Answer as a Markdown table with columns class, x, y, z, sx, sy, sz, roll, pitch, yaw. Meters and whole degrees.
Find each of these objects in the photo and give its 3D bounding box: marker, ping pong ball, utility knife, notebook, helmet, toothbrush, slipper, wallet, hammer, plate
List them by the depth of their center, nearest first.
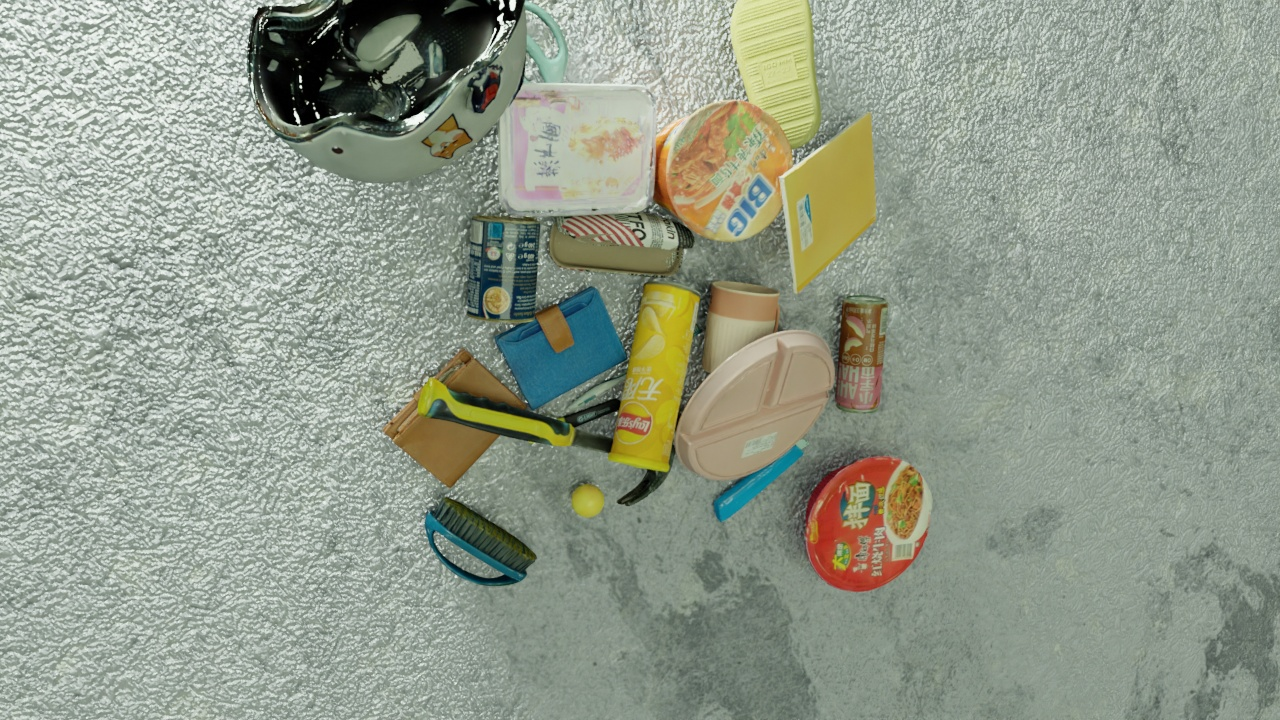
| class | x | y | z | sx | sy | sz | roll | pitch | yaw |
| --- | --- | --- | --- | --- | --- | --- | --- | --- | --- |
| helmet | -0.220 | -0.272 | 0.878 | 0.273 | 0.230 | 0.157 | -38 | 155 | -10 |
| wallet | -0.210 | 0.066 | 1.045 | 0.131 | 0.031 | 0.108 | -47 | 116 | -4 |
| slipper | 0.157 | -0.334 | 1.055 | 0.092 | 0.081 | 0.190 | -10 | 92 | 8 |
| hammer | -0.099 | 0.085 | 1.055 | 0.323 | 0.032 | 0.126 | 17 | 83 | -29 |
| wallet | -0.090 | -0.015 | 1.065 | 0.133 | 0.040 | 0.106 | -29 | 115 | -11 |
| notebook | 0.226 | -0.188 | 1.080 | 0.205 | 0.010 | 0.146 | -41 | 131 | -38 |
| marker | -0.079 | 0.072 | 1.101 | 0.124 | 0.015 | 0.018 | -20 | 112 | -16 |
| toothbrush | -0.007 | 0.006 | 1.111 | 0.191 | 0.016 | 0.018 | -31 | 101 | -11 |
| plate | 0.145 | 0.062 | 1.114 | 0.229 | 0.028 | 0.230 | -22 | 139 | -21 |
| ping pong ball | -0.064 | 0.171 | 1.117 | 0.040 | 0.040 | 0.040 | -5 | 104 | -19 |
| utility knife | 0.160 | 0.153 | 1.205 | 0.159 | 0.018 | 0.034 | -37 | 124 | -9 |

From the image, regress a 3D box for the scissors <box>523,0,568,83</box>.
| class | x | y | z | sx | sy | sz | roll | pitch | yaw |
| --- | --- | --- | --- | --- | --- | --- | --- | --- | --- |
| scissors | -0.097 | -0.317 | 0.999 | 0.185 | 0.019 | 0.130 | 28 | 93 | -25 |

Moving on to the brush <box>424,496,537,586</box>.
| class | x | y | z | sx | sy | sz | roll | pitch | yaw |
| --- | --- | --- | --- | --- | --- | --- | --- | --- | --- |
| brush | -0.193 | 0.221 | 1.075 | 0.144 | 0.055 | 0.073 | 37 | 88 | -24 |

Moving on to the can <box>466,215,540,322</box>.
| class | x | y | z | sx | sy | sz | roll | pitch | yaw |
| --- | --- | --- | --- | --- | --- | --- | --- | --- | --- |
| can | -0.149 | -0.102 | 1.001 | 0.075 | 0.075 | 0.111 | 1 | 102 | -20 |

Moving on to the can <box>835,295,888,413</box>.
| class | x | y | z | sx | sy | sz | roll | pitch | yaw |
| --- | --- | --- | --- | --- | --- | --- | --- | --- | --- |
| can | 0.286 | -0.009 | 1.188 | 0.057 | 0.058 | 0.147 | -3 | 104 | -19 |

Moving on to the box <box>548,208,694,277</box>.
| class | x | y | z | sx | sy | sz | roll | pitch | yaw |
| --- | --- | --- | --- | --- | --- | --- | --- | --- | --- |
| box | -0.024 | -0.130 | 1.050 | 0.162 | 0.076 | 0.088 | 1 | 131 | -18 |

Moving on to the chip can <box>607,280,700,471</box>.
| class | x | y | z | sx | sy | sz | roll | pitch | yaw |
| --- | --- | --- | --- | --- | --- | --- | --- | --- | --- |
| chip can | 0.018 | 0.019 | 1.061 | 0.072 | 0.072 | 0.213 | 15 | 82 | -22 |

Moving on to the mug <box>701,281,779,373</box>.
| class | x | y | z | sx | sy | sz | roll | pitch | yaw |
| --- | --- | --- | --- | --- | --- | --- | --- | --- | --- |
| mug | 0.129 | -0.038 | 1.121 | 0.114 | 0.082 | 0.106 | -7 | 110 | -49 |

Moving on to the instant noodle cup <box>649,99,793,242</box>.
| class | x | y | z | sx | sy | sz | roll | pitch | yaw |
| --- | --- | --- | --- | --- | --- | --- | --- | --- | --- |
| instant noodle cup | 0.079 | -0.214 | 1.034 | 0.151 | 0.111 | 0.151 | -5 | 104 | -19 |

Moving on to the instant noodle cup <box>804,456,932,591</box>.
| class | x | y | z | sx | sy | sz | roll | pitch | yaw |
| --- | --- | --- | --- | --- | --- | --- | --- | --- | --- |
| instant noodle cup | 0.296 | 0.212 | 1.243 | 0.193 | 0.066 | 0.194 | -4 | 104 | -18 |

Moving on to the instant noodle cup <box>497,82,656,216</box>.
| class | x | y | z | sx | sy | sz | roll | pitch | yaw |
| --- | --- | --- | --- | --- | --- | --- | --- | --- | --- |
| instant noodle cup | -0.073 | -0.229 | 0.992 | 0.173 | 0.060 | 0.138 | -5 | 111 | -19 |
